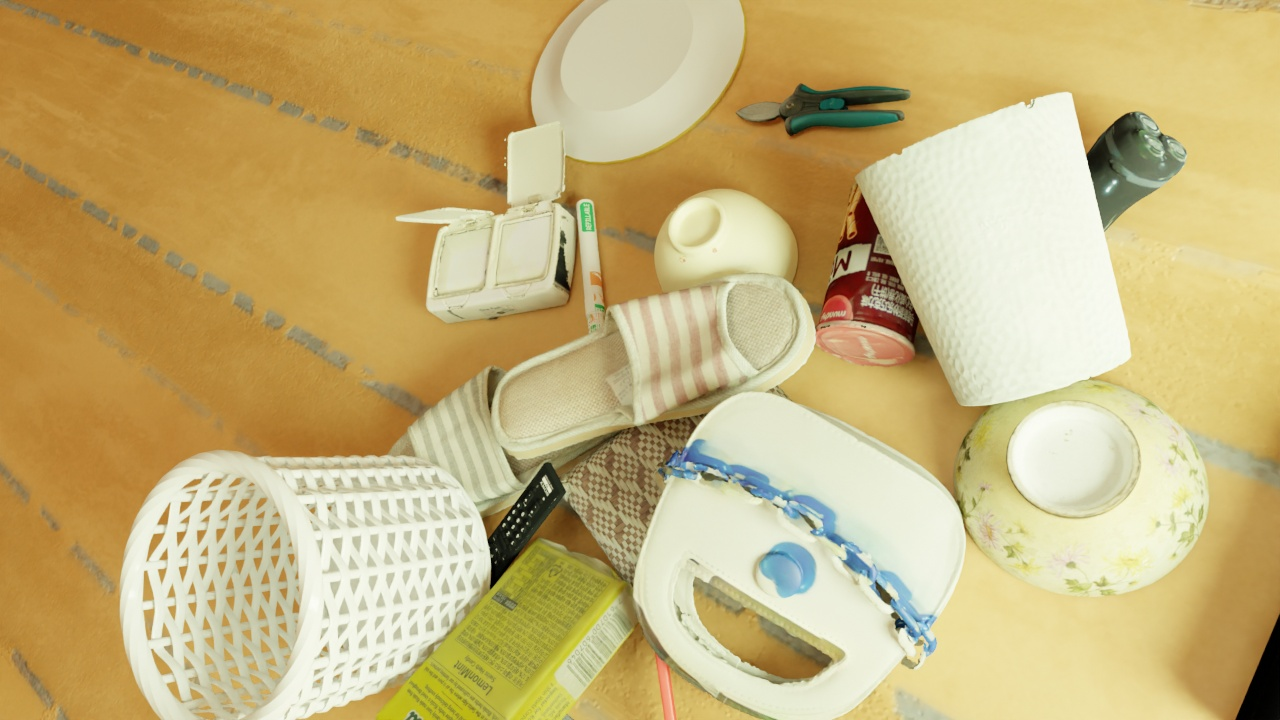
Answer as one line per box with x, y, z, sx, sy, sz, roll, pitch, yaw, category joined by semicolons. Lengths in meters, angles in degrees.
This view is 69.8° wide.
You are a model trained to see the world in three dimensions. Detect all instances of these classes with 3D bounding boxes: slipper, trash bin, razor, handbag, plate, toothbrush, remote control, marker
-0.105;0.058;0.764;0.273;0.054;0.114;-23;65;17;slipper
-0.004;0.004;0.674;0.263;0.052;0.114;-19;55;21;slipper
0.225;-0.064;0.575;0.133;0.133;0.161;-19;90;19;trash bin
0.296;-0.103;0.619;0.141;0.063;0.053;-46;76;15;razor
0.091;0.132;0.585;0.201;0.093;0.199;28;93;17;handbag
-0.010;-0.293;0.882;0.230;0.021;0.229;-11;64;23;plate
0.040;0.081;0.682;0.186;0.047;0.124;-40;65;6;handbag
0.027;0.249;0.615;0.018;0.012;0.212;-11;74;8;toothbrush
-0.101;0.136;0.718;0.140;0.009;0.030;-53;52;28;remote control
-0.043;-0.079;0.810;0.017;0.017;0.145;-17;62;20;marker

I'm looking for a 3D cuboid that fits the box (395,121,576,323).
-0.142;-0.140;0.837;0.144;0.099;0.183;-8;66;24;box

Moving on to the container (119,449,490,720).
-0.240;0.162;0.679;0.190;0.186;0.189;-3;83;27;container

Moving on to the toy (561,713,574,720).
-0.086;0.288;0.645;0.076;0.063;0.100;21;72;13;toy

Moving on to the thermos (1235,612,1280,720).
0.388;0.106;0.482;0.061;0.061;0.231;24;81;33;thermos

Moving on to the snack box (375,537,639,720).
-0.088;0.214;0.647;0.121;0.045;0.180;10;51;51;snack box

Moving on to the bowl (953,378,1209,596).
0.264;0.068;0.561;0.145;0.063;0.145;-11;65;24;bowl

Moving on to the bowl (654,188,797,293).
0.057;-0.091;0.729;0.118;0.074;0.117;-11;64;23;bowl

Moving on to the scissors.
0.152;-0.217;0.769;0.139;0.019;0.136;-41;54;7;scissors

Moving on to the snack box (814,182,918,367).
0.172;-0.064;0.660;0.072;0.072;0.121;7;72;29;snack box
